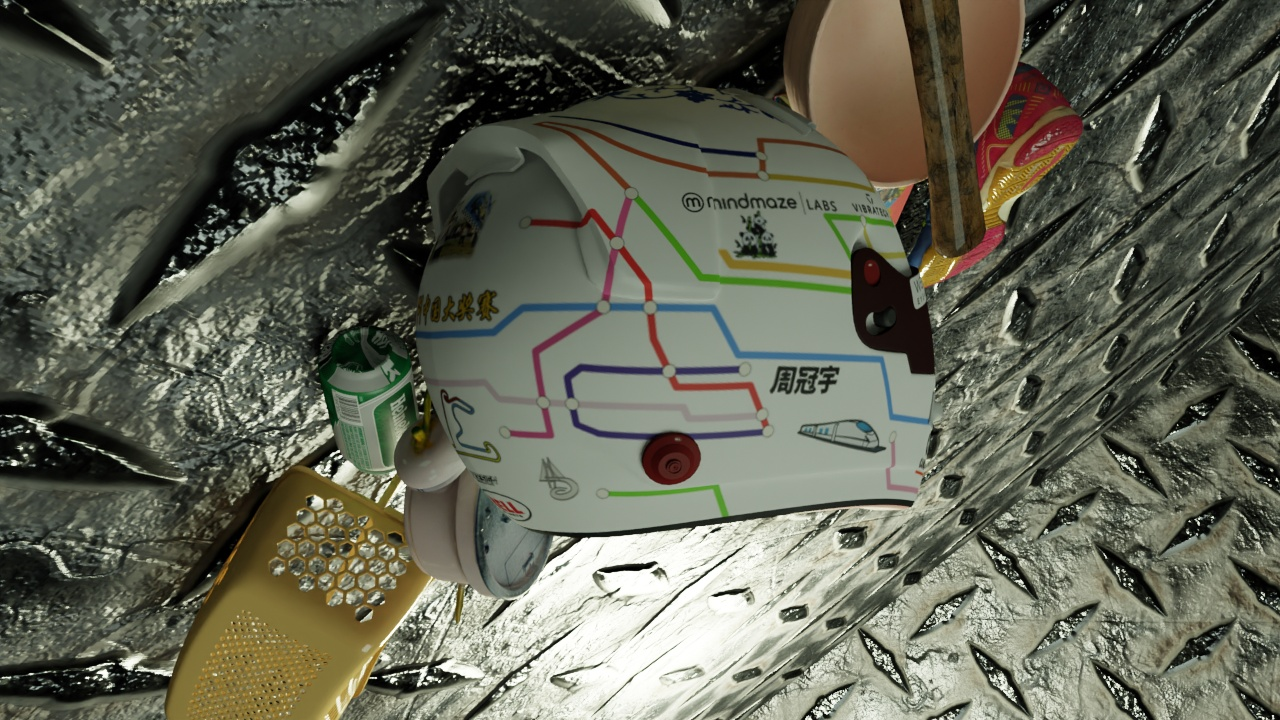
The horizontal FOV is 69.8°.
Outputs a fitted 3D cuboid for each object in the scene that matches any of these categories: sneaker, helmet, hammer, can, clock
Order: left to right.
[{"bbox_3d":[-0.164,0.025,0.560,0.053,0.053,0.101,-23,148,-24],"label":"can"},{"bbox_3d":[-0.103,0.075,0.582,0.116,0.059,0.158,-57,143,-58],"label":"clock"},{"bbox_3d":[0.032,-0.029,0.512,0.313,0.231,0.236,3,90,-36],"label":"helmet"},{"bbox_3d":[0.158,-0.200,0.483,0.120,0.033,0.330,-30,127,-9],"label":"hammer"},{"bbox_3d":[0.277,-0.150,0.773,0.116,0.091,0.242,-22,158,-19],"label":"sneaker"}]

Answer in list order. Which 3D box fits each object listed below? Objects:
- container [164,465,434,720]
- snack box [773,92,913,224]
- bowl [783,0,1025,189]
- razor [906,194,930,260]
[{"bbox_3d":[-0.225,0.164,0.637,0.184,0.129,0.166,-55,-171,28],"label":"container"},{"bbox_3d":[0.148,-0.142,0.677,0.142,0.040,0.145,-23,148,-24],"label":"snack box"},{"bbox_3d":[0.145,-0.187,0.550,0.152,0.076,0.153,-12,122,-20],"label":"bowl"},{"bbox_3d":[0.269,-0.109,0.883,0.043,0.018,0.141,-22,148,-27],"label":"razor"}]
